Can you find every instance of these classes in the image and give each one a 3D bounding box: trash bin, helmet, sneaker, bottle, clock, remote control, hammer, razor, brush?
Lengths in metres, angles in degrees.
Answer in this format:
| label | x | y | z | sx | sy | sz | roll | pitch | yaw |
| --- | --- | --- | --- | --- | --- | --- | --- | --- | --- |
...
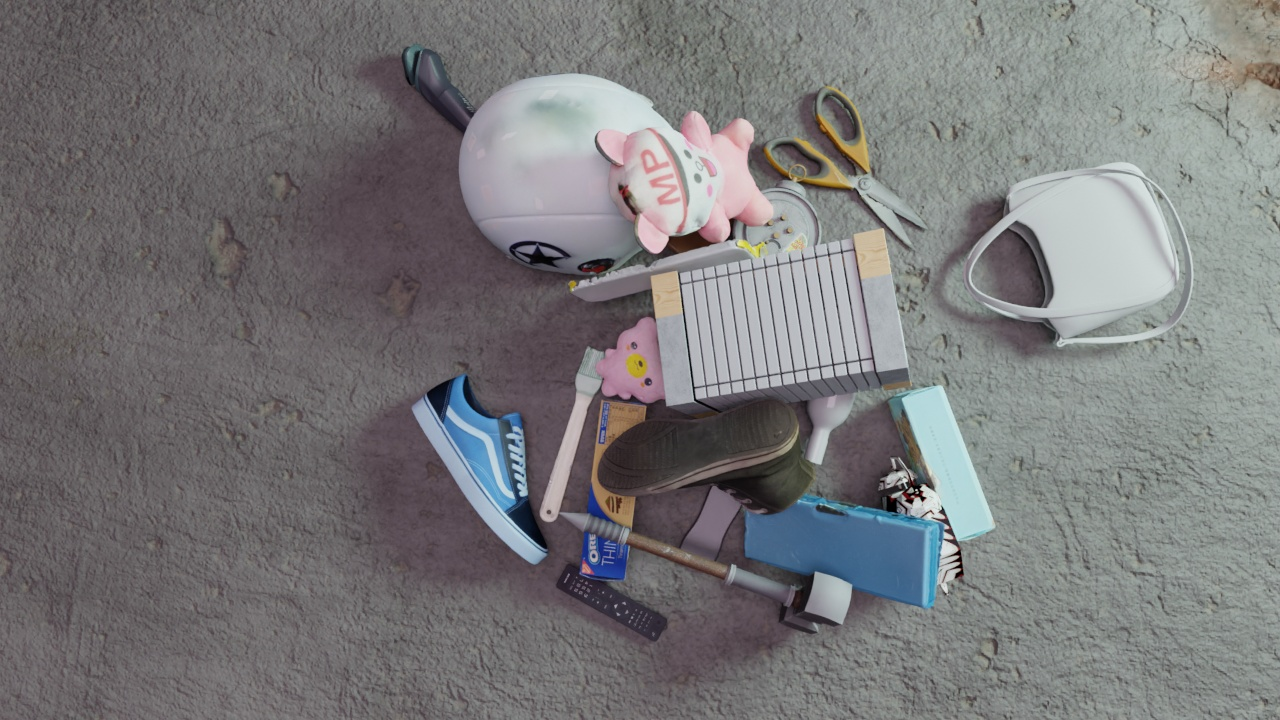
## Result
| label | x | y | z | sx | sy | sz | roll | pitch | yaw |
| --- | --- | --- | --- | --- | --- | --- | --- | --- | --- |
| trash bin | 0.156 | -0.031 | 1.003 | 0.247 | 0.142 | 0.142 | -10 | 78 | 16 |
| helmet | -0.083 | -0.224 | 1.051 | 0.264 | 0.163 | 0.236 | 2 | 86 | 8 |
| sneaker | -0.164 | 0.119 | 1.077 | 0.098 | 0.083 | 0.241 | -36 | 82 | 0 |
| bottle | 0.229 | 0.026 | 1.076 | 0.052 | 0.052 | 0.195 | 17 | 87 | 4 |
| sneaker | 0.072 | 0.121 | 1.017 | 0.235 | 0.120 | 0.095 | -18 | 46 | 15 |
| clock | 0.164 | -0.162 | 1.089 | 0.104 | 0.056 | 0.148 | 21 | 88 | -2 |
| remote control | 0.090 | 0.187 | 1.093 | 0.046 | 0.009 | 0.124 | 27 | 88 | 5 |
| hammer | 0.063 | 0.224 | 1.017 | 0.322 | 0.156 | 0.043 | 19 | 69 | 3 |
| clock | 0.300 | 0.180 | 1.025 | 0.065 | 0.114 | 0.155 | -20 | 102 | 1 |
| razor | -0.240 | -0.329 | 1.135 | 0.143 | 0.047 | 0.052 | 47 | 114 | 3 |
| brush | -0.082 | 0.090 | 1.109 | 0.033 | 0.012 | 0.217 | 17 | 88 | 4 |
| remote control | -0.034 | 0.287 | 1.089 | 0.136 | 0.015 | 0.032 | 29 | 88 | 2 |

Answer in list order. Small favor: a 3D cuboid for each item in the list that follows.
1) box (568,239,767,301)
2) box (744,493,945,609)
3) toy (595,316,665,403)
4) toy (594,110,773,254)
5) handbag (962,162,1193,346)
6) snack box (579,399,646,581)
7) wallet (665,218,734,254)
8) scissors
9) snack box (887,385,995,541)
| label | x | y | z | sx | sy | sz | roll | pitch | yaw |
| --- | --- | --- | --- | --- | --- | --- | --- | --- | --- |
| box | 0.033 | -0.102 | 1.034 | 0.210 | 0.129 | 0.038 | -11 | 90 | 21 |
| box | 0.218 | 0.198 | 1.007 | 0.232 | 0.048 | 0.093 | 5 | 99 | 43 |
| toy | -0.006 | 0.006 | 1.091 | 0.093 | 0.050 | 0.102 | -17 | 85 | -1 |
| toy | 0.049 | -0.190 | 0.985 | 0.212 | 0.084 | 0.142 | -20 | 98 | -43 |
| handbag | 0.488 | -0.111 | 1.055 | 0.223 | 0.095 | 0.215 | -18 | 83 | 7 |
| snack box | -0.033 | 0.151 | 1.079 | 0.057 | 0.056 | 0.206 | 7 | 85 | 1 |
| wallet | 0.050 | -0.178 | 1.121 | 0.121 | 0.013 | 0.087 | 40 | 84 | 5 |
| scissors | 0.249 | -0.218 | 1.112 | 0.162 | 0.016 | 0.225 | -31 | 87 | 1 |
| snack box | 0.342 | 0.116 | 1.052 | 0.053 | 0.075 | 0.174 | -18 | 85 | 2 |
